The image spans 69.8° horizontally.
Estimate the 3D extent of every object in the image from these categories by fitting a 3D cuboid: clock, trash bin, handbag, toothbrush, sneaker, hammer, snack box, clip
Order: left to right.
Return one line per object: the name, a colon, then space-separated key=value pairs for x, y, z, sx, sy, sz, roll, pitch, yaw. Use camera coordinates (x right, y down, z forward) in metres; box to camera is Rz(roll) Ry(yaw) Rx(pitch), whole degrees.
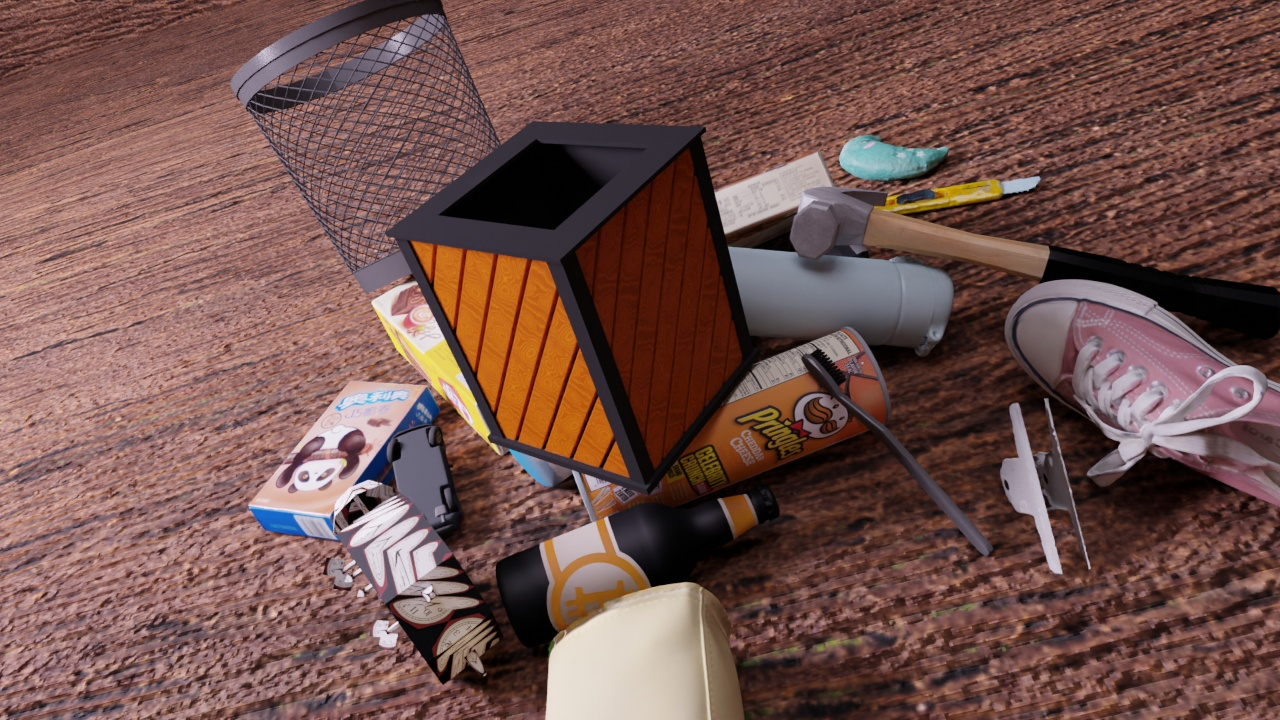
snack box: x=-0.243 y=0.080 z=0.765 sx=0.087 sy=0.034 sz=0.150 roll=2 pitch=42 yaw=24
trash bin: x=-0.246 y=-0.211 z=0.919 sx=0.218 sy=0.227 sz=0.217 roll=-25 pitch=13 yaw=6
clock: x=-0.156 y=0.140 z=0.589 sx=0.065 sy=0.115 sz=0.155 roll=-35 pitch=38 yaw=-21
snack box: x=-0.141 y=-0.017 z=0.820 sx=0.110 sy=0.062 sz=0.230 roll=-34 pitch=40 yaw=-19
trash bin: x=-0.034 y=-0.039 z=0.585 sx=0.140 sy=0.172 sz=0.139 roll=13 pitch=46 yaw=36
handbag: x=0.001 y=0.193 z=0.490 sx=0.111 sy=0.081 sz=0.119 roll=-18 pitch=38 yaw=12
snack box: x=0.082 y=-0.120 z=0.803 sx=0.143 sy=0.041 sz=0.147 roll=-23 pitch=-3 yaw=-6
toothbrush: x=0.161 y=0.056 z=0.580 sx=0.013 sy=0.013 sz=0.167 roll=-33 pitch=69 yaw=-16
hammer: x=0.275 y=-0.073 z=0.663 sx=0.328 sy=0.039 sz=0.130 roll=15 pitch=23 yaw=16
clip: x=0.232 y=0.076 z=0.554 sx=0.050 sy=0.101 sz=0.058 roll=-11 pitch=-6 yaw=-7
sneaker: x=0.311 y=0.030 z=0.537 sx=0.087 sy=0.118 sz=0.241 roll=-21 pitch=40 yaw=-33

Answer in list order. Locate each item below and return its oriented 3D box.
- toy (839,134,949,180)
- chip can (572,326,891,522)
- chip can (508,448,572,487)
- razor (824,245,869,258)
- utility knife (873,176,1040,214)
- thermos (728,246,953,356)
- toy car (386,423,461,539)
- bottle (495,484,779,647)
toy: x=0.244 y=-0.206 z=0.918 sx=0.084 sy=0.033 sz=0.105 roll=-26 pitch=35 yaw=-27
chip can: x=0.059 y=0.049 z=0.641 sx=0.215 sy=0.075 sz=0.075 roll=-21 pitch=37 yaw=-3
chip can: x=-0.004 y=0.004 z=0.726 sx=0.229 sy=0.080 sz=0.080 roll=-38 pitch=42 yaw=-23
razor: x=0.167 y=-0.099 z=0.801 sx=0.060 sy=0.057 sz=0.156 roll=20 pitch=31 yaw=-20
utility knife: x=0.276 y=-0.151 z=0.851 sx=0.179 sy=0.017 sz=0.030 roll=-5 pitch=49 yaw=12
thermos: x=0.130 y=-0.048 z=0.690 sx=0.207 sy=0.065 sz=0.077 roll=4 pitch=60 yaw=-7
toy car: x=-0.167 y=0.095 z=0.712 sx=0.046 sy=0.034 sz=0.112 roll=-19 pitch=44 yaw=-8
bottle: x=0.002 y=0.123 z=0.588 sx=0.181 sy=0.059 sz=0.059 roll=-21 pitch=38 yaw=-3
